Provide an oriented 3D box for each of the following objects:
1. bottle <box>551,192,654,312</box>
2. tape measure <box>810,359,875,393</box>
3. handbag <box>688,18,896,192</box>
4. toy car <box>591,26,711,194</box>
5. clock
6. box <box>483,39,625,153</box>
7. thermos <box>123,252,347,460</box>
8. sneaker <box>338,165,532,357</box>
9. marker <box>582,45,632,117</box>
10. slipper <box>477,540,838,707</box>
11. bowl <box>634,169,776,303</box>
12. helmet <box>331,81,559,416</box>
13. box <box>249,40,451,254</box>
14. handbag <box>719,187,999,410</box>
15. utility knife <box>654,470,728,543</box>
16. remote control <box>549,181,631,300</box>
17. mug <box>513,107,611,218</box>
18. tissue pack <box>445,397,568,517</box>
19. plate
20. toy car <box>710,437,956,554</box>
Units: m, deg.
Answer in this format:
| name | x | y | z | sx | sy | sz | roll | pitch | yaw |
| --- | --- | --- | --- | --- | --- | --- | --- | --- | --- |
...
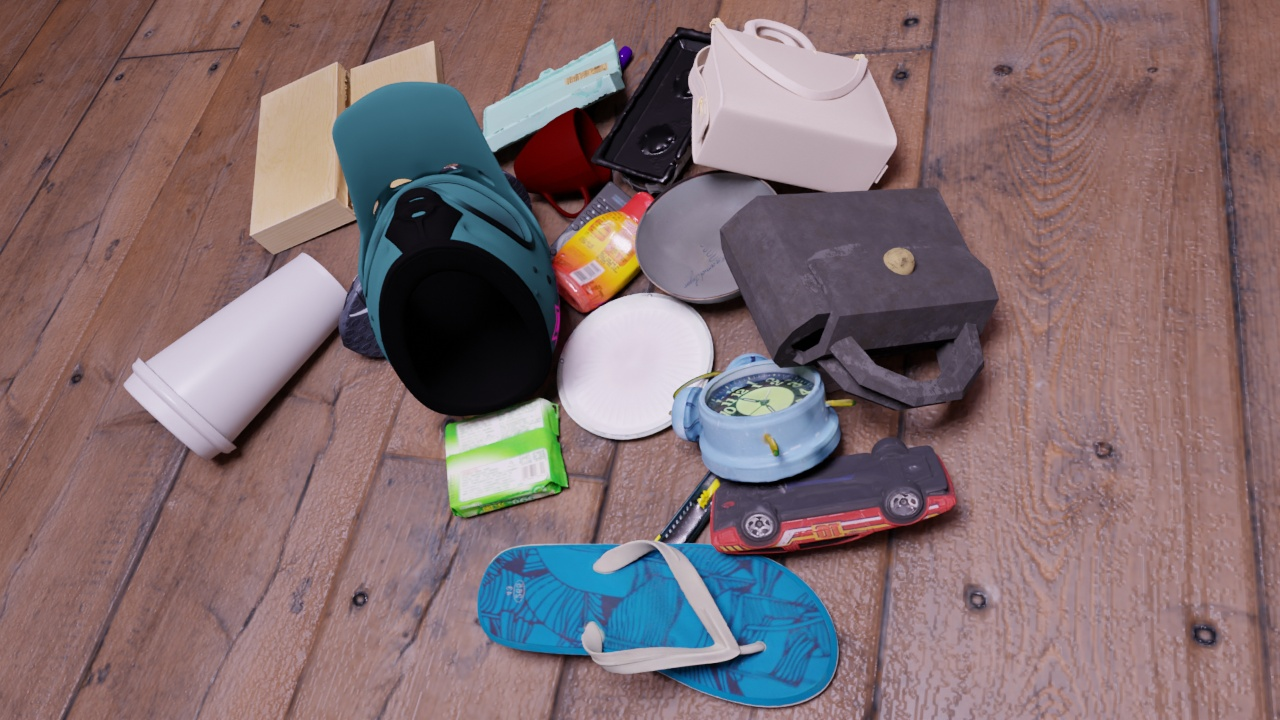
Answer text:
| name | x | y | z | sx | sy | sz | roll | pitch | yaw |
| --- | --- | --- | --- | --- | --- | --- | --- | --- | --- |
| bottle | -0.030 | -0.112 | 0.928 | 0.071 | 0.048 | 0.134 | 43 | 78 | 13 |
| tape measure | 0.175 | -0.005 | 0.813 | 0.060 | 0.020 | 0.062 | -17 | 58 | 10 |
| handbag | 0.143 | -0.269 | 0.903 | 0.194 | 0.101 | 0.197 | 9 | 54 | -13 |
| toy car | 0.039 | -0.255 | 0.975 | 0.094 | 0.071 | 0.191 | 20 | 70 | 27 |
| clock | 0.092 | 0.044 | 0.770 | 0.117 | 0.060 | 0.162 | -30 | 28 | -30 |
| box | -0.107 | -0.296 | 1.058 | 0.187 | 0.052 | 0.138 | -21 | 28 | 17 |
| thermos | -0.416 | -0.011 | 0.977 | 0.131 | 0.132 | 0.221 | 31 | 68 | 31 |
| sneaker | -0.245 | -0.126 | 0.998 | 0.252 | 0.097 | 0.151 | -45 | 40 | -1 |
| marker | -0.047 | -0.314 | 1.073 | 0.015 | 0.018 | 0.133 | 23 | 74 | 32 |
| slipper | 0.006 | 0.192 | 0.719 | 0.295 | 0.060 | 0.118 | 4 | 63 | 13 |
| bowl | 0.072 | -0.109 | 0.888 | 0.151 | 0.057 | 0.150 | -9 | 59 | 15 |
| helmet | -0.173 | -0.094 | 0.830 | 0.176 | 0.275 | 0.200 | -17 | 51 | -3 |
| box | -0.362 | -0.275 | 1.152 | 0.253 | 0.068 | 0.246 | -15 | 58 | 5 |
| handbag | 0.190 | -0.048 | 0.738 | 0.197 | 0.103 | 0.199 | -8 | 59 | -23 |
| utility knife | 0.036 | 0.142 | 0.780 | 0.029 | 0.020 | 0.172 | 30 | 74 | 29 |
| remote control | -0.060 | -0.123 | 0.962 | 0.045 | 0.021 | 0.140 | 41 | 79 | 1 |
| mug | -0.087 | -0.203 | 0.992 | 0.088 | 0.087 | 0.114 | -19 | 76 | 19 |
| tissue pack | -0.129 | 0.089 | 0.861 | 0.114 | 0.034 | 0.099 | -17 | 57 | 9 |
| plate | -0.005 | 0.005 | 0.876 | 0.157 | 0.014 | 0.156 | -9 | 59 | 15 |
| toy car | 0.148 | 0.109 | 0.725 | 0.189 | 0.056 | 0.081 | -13 | 22 | 12 |
